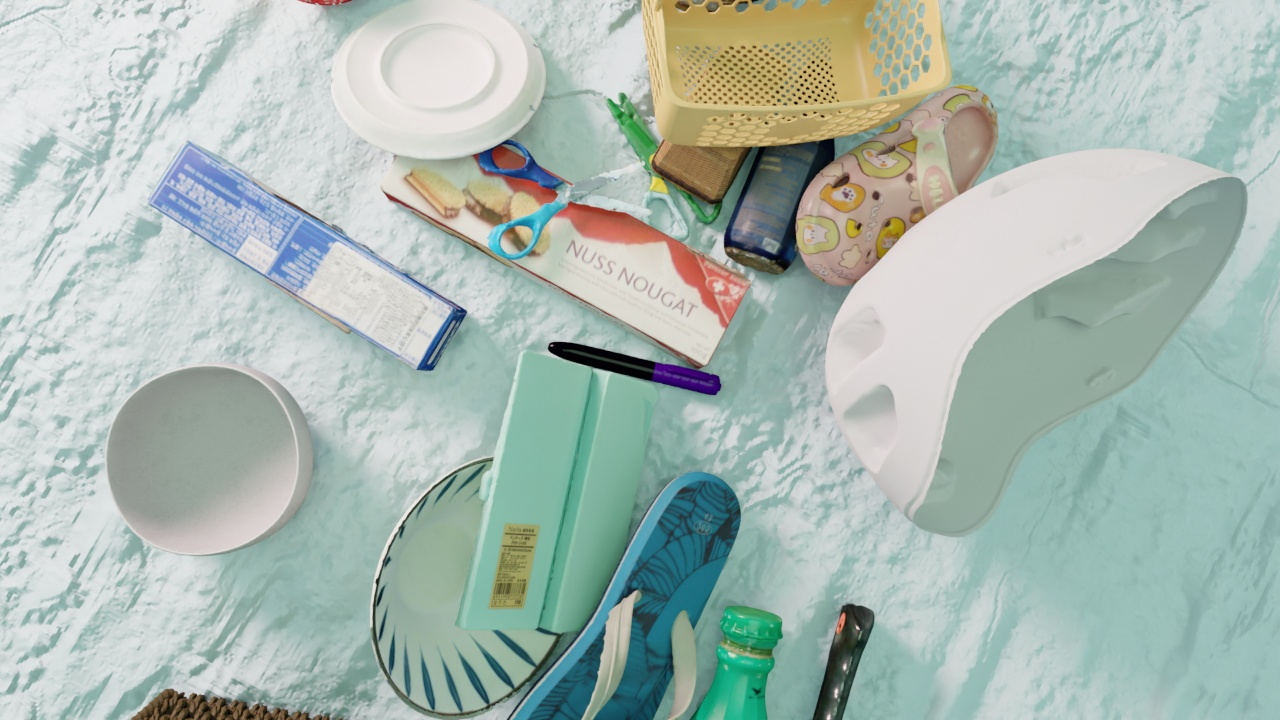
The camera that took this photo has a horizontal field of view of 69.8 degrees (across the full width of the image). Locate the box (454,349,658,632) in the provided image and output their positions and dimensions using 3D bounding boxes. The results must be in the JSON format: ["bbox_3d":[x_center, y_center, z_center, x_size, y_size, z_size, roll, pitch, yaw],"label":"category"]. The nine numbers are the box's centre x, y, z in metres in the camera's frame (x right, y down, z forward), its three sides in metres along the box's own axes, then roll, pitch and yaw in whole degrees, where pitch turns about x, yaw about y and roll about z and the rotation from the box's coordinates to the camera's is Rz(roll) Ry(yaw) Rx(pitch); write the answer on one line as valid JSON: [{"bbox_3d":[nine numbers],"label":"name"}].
[{"bbox_3d":[-0.053,0.095,0.637,0.033,0.136,0.186,8,86,37],"label":"box"}]

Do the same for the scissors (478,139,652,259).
[{"bbox_3d":[-0.056,-0.129,0.655,0.133,0.015,0.104,-22,87,-4],"label":"scissors"}]

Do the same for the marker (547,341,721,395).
[{"bbox_3d":[-0.004,0.004,0.690,0.134,0.018,0.015,13,53,-2],"label":"marker"}]

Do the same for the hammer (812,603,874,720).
[{"bbox_3d":[0.109,0.332,0.637,0.033,0.133,0.332,20,77,0],"label":"hammer"}]

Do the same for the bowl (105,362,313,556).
[{"bbox_3d":[-0.296,0.069,0.649,0.132,0.064,0.131,0,86,-3],"label":"bowl"}]

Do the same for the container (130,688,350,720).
[{"bbox_3d":[-0.229,0.326,0.517,0.205,0.321,0.176,7,86,-9],"label":"container"}]

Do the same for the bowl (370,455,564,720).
[{"bbox_3d":[-0.126,0.148,0.634,0.071,0.177,0.177,8,84,41],"label":"bowl"}]

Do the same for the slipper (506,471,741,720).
[{"bbox_3d":[-0.005,0.216,0.635,0.118,0.060,0.294,37,80,-39],"label":"slipper"}]

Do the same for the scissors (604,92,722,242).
[{"bbox_3d":[0.006,-0.148,0.705,0.070,0.014,0.130,-39,90,-6],"label":"scissors"}]

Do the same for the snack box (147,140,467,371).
[{"bbox_3d":[-0.237,-0.073,0.664,0.226,0.059,0.059,32,88,0],"label":"snack box"}]

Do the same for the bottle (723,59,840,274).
[{"bbox_3d":[0.113,-0.145,0.687,0.056,0.056,0.160,22,85,-1],"label":"bottle"}]

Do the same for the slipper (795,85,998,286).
[{"bbox_3d":[0.204,-0.122,0.664,0.197,0.081,0.093,-38,124,-15],"label":"slipper"}]

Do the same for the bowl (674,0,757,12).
[{"bbox_3d":[0.050,-0.308,0.665,0.160,0.159,0.094,22,127,-1],"label":"bowl"}]

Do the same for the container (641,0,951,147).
[{"bbox_3d":[0.096,-0.213,0.569,0.183,0.167,0.129,-6,81,-10],"label":"container"}]

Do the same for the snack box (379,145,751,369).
[{"bbox_3d":[-0.055,-0.090,0.681,0.273,0.044,0.076,29,85,-1],"label":"snack box"}]

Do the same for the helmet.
[{"bbox_3d":[0.256,-0.023,0.599,0.283,0.224,0.183,-34,62,21],"label":"helmet"}]

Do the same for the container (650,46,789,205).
[{"bbox_3d":[0.062,-0.182,0.678,0.063,0.061,0.113,30,78,-2],"label":"container"}]

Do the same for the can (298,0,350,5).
[{"bbox_3d":[-0.240,-0.342,0.672,0.074,0.074,0.142,-6,87,-3],"label":"can"}]

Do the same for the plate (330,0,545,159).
[{"bbox_3d":[-0.148,-0.212,0.670,0.157,0.014,0.156,1,64,-3],"label":"plate"}]

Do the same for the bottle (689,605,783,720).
[{"bbox_3d":[0.060,0.282,0.651,0.068,0.068,0.209,12,86,-2],"label":"bottle"}]
